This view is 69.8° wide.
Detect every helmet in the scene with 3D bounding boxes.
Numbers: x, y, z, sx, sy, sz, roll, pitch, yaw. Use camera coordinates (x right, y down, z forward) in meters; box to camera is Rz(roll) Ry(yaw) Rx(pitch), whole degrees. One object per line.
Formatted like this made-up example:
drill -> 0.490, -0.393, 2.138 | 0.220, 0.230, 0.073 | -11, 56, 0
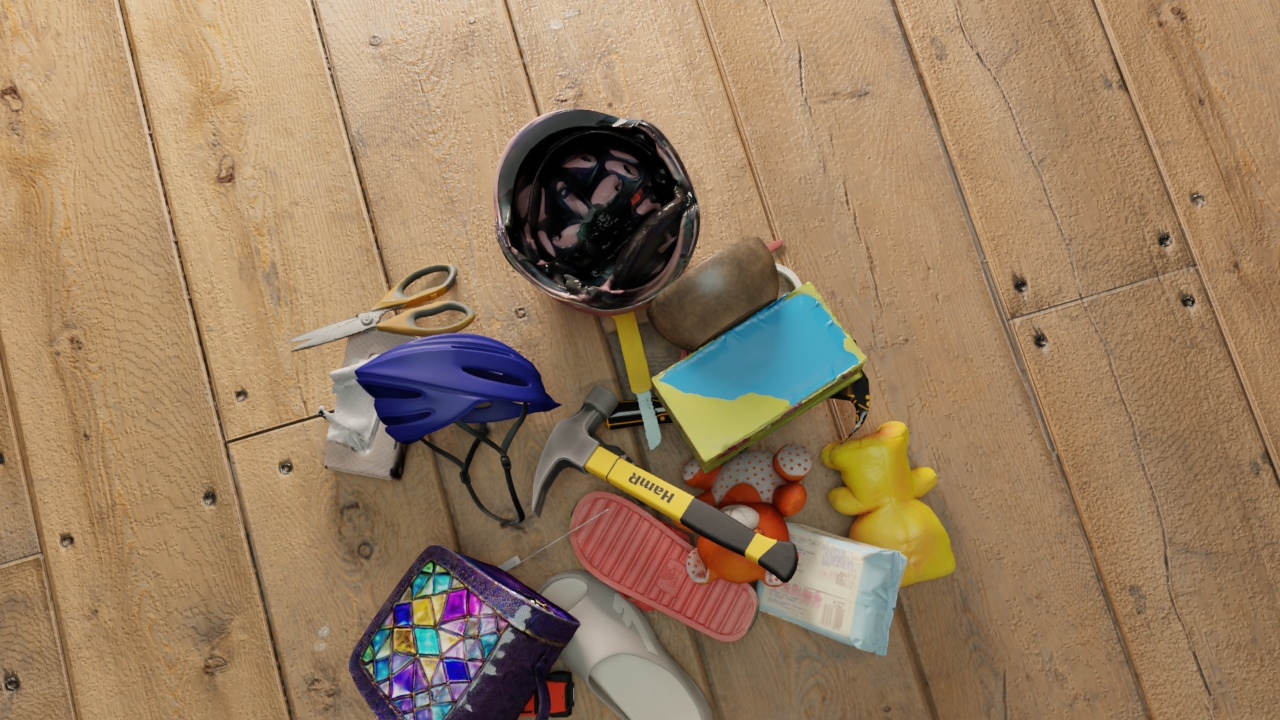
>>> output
helmet -> -0.050, -0.172, 1.100 | 0.255, 0.152, 0.230 | 42, 88, 7
helmet -> -0.204, 0.081, 1.059 | 0.241, 0.148, 0.227 | 1, 76, -32

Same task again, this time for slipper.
slipper -> 0.023, 0.247, 1.090 | 0.249, 0.059, 0.103 | 32, 79, 7
slipper -> -0.022, 0.357, 1.068 | 0.113, 0.080, 0.266 | -42, 84, -1

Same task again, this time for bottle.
bottle -> -0.026, 0.128, 1.122 | 0.030, 0.030, 0.113 | -45, 84, -4

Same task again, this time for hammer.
hammer -> 0.112, 0.053, 1.103 | 0.321, 0.036, 0.123 | -7, 73, 8
hammer -> 0.025, 0.155, 1.010 | 0.325, 0.034, 0.169 | 25, 67, 26

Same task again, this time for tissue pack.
tissue pack -> -0.332, 0.052, 1.123 | 0.104, 0.071, 0.181 | 10, 87, 1
tissue pack -> 0.210, 0.252, 1.048 | 0.070, 0.182, 0.112 | 15, 85, -39

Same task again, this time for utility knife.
utility knife -> -0.007, 0.007, 1.117 | 0.030, 0.019, 0.218 | -18, 62, 8

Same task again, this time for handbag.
handbag -> -0.185, 0.334, 1.015 | 0.222, 0.125, 0.204 | 31, 83, 33

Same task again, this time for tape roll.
tape roll -> 0.159, -0.077, 1.153 | 0.093, 0.013, 0.093 | 0, 82, 1

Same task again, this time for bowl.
bowl -> 0.092, -0.069, 1.071 | 0.162, 0.162, 0.070 | -32, 82, -3

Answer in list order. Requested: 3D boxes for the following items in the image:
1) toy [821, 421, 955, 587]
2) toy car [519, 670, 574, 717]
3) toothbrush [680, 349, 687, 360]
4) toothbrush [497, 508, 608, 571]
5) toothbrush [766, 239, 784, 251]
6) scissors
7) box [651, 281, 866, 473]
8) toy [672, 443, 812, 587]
toy -> 0.298, 0.171, 1.084 | 0.134, 0.087, 0.193 | -12, 82, -4
toy car -> -0.129, 0.396, 1.081 | 0.100, 0.049, 0.051 | -1, 83, 1
toothbrush -> 0.054, 0.015, 1.142 | 0.021, 0.016, 0.135 | -1, 82, 8
toothbrush -> -0.105, 0.210, 1.079 | 0.182, 0.010, 0.010 | -35, 82, 28
toothbrush -> 0.101, -0.110, 1.159 | 0.184, 0.016, 0.015 | -28, 76, -4
scissors -> -0.322, -0.062, 1.128 | 0.228, 0.016, 0.134 | -11, 59, -9
box -> 0.136, 0.020, 1.054 | 0.221, 0.082, 0.124 | -33, 75, -5
toy -> 0.117, 0.175, 1.053 | 0.164, 0.093, 0.172 | -7, 48, 22
